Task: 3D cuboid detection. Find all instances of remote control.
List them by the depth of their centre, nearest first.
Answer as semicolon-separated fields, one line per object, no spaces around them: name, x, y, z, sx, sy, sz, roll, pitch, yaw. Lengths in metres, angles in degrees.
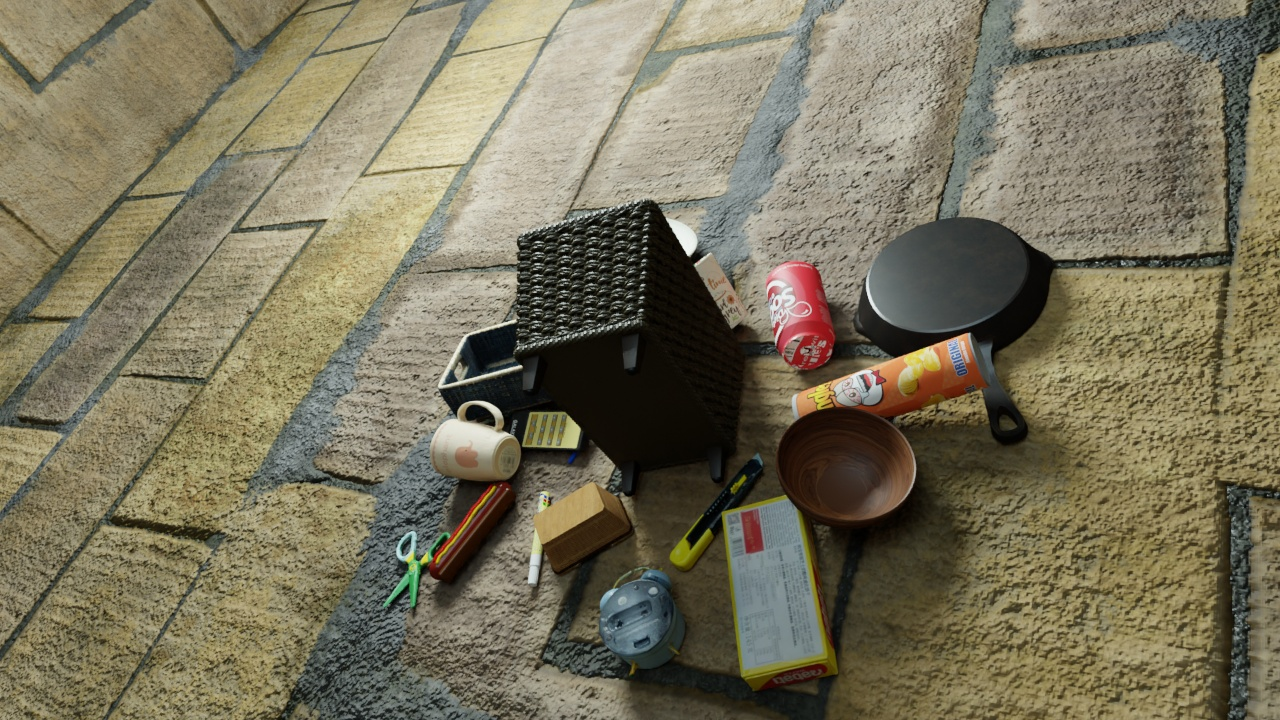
remote control;-0.129;0.097;1.273;0.134;0.013;0.058;-3;67;34

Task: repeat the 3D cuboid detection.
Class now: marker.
marker;-0.129;0.226;1.170;0.014;0.014;0.132;-14;46;19

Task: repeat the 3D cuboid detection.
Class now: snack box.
snack box;0.144;0.241;0.973;0.092;0.042;0.200;-18;44;16

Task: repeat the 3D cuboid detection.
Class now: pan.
pan;0.385;-0.051;1.096;0.249;0.043;0.355;-19;44;15

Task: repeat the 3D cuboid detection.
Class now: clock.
clock;0.001;0.281;1.015;0.089;0.052;0.124;-28;42;8

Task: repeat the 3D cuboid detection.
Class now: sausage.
sausage;-0.222;0.224;1.210;0.040;0.040;0.155;20;63;41

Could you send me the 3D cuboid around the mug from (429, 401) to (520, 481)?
mug;-0.223;0.112;1.268;0.104;0.085;0.111;7;96;30

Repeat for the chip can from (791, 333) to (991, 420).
chip can;0.281;0.034;1.041;0.211;0.062;0.062;-22;42;26

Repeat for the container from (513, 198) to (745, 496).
container;-0.006;0.006;1.087;0.177;0.321;0.204;-12;53;21

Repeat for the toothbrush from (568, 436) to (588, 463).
toothbrush;-0.053;0.064;1.275;0.017;0.011;0.186;11;58;37

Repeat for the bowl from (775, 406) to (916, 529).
bowl;0.221;0.129;1.002;0.147;0.069;0.147;-3;50;3

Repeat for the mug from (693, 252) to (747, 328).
mug;0.099;-0.090;1.269;0.081;0.097;0.121;-37;4;23

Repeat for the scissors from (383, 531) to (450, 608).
scissors;-0.308;0.277;1.232;0.120;0.012;0.128;20;62;43

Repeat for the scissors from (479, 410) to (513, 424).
scissors;-0.194;0.084;1.341;0.135;0.015;0.086;-20;45;15

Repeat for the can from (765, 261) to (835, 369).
can;0.206;-0.061;1.190;0.074;0.074;0.142;-18;44;16

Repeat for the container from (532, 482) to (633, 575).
container;-0.075;0.202;1.125;0.114;0.061;0.063;-31;42;3

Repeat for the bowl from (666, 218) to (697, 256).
bowl;-0.001;-0.155;1.392;0.177;0.058;0.176;-2;36;1

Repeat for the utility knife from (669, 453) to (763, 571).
utility knife;0.094;0.176;1.081;0.029;0.020;0.170;25;66;41

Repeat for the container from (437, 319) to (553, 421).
container;-0.184;0.007;1.345;0.188;0.071;0.145;-14;32;20
